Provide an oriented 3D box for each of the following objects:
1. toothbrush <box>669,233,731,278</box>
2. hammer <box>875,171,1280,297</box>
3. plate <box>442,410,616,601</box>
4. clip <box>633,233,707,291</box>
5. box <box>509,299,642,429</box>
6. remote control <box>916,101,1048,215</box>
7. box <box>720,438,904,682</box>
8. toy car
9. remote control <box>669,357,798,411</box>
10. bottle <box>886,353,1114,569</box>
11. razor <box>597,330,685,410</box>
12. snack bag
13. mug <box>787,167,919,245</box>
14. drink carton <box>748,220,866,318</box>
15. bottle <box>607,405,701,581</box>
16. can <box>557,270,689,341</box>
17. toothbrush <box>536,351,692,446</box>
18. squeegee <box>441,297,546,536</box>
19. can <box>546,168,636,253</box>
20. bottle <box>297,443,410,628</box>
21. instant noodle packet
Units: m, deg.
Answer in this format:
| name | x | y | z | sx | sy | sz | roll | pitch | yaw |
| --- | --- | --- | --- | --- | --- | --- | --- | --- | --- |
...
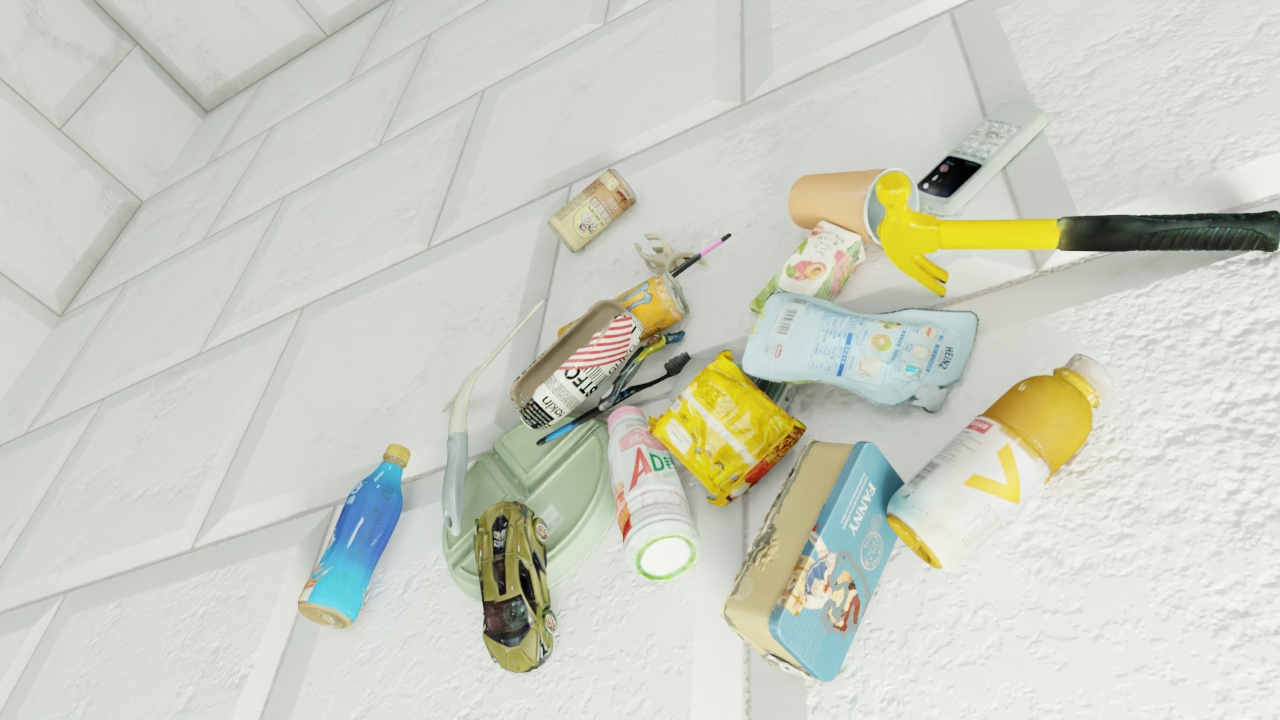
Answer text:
| name | x | y | z | sx | sy | sz | roll | pitch | yaw |
| --- | --- | --- | --- | --- | --- | --- | --- | --- | --- |
| toothbrush | 0.031 | -0.091 | 1.054 | 0.190 | 0.014 | 0.017 | -33 | 65 | 29 |
| hammer | 0.351 | -0.105 | 0.767 | 0.301 | 0.129 | 0.032 | 3 | 52 | 28 |
| plate | -0.117 | 0.143 | 0.959 | 0.231 | 0.027 | 0.229 | -23 | 41 | 21 |
| clip | 0.033 | -0.121 | 1.097 | 0.072 | 0.035 | 0.100 | -44 | 42 | -7 |
| box | -0.074 | 0.000 | 0.981 | 0.162 | 0.075 | 0.086 | -47 | 54 | 0 |
| remote control | 0.343 | -0.207 | 0.933 | 0.150 | 0.021 | 0.058 | -43 | 37 | -6 |
| box | 0.138 | 0.142 | 0.695 | 0.063 | 0.090 | 0.184 | 4 | 56 | 50 |
| toy car | -0.118 | 0.208 | 0.852 | 0.070 | 0.042 | 0.158 | -22 | 64 | 20 |
| remote control | 0.090 | 0.027 | 0.908 | 0.135 | 0.019 | 0.056 | 7 | 57 | 44 |
| bottle | 0.267 | 0.071 | 0.675 | 0.189 | 0.068 | 0.068 | -42 | 37 | -4 |
| razor | -0.006 | 0.006 | 0.976 | 0.043 | 0.022 | 0.142 | -10 | 28 | 44 |
| snack bag | 0.195 | -0.012 | 0.825 | 0.191 | 0.039 | 0.110 | 12 | 51 | 27 |
| mug | 0.216 | -0.162 | 0.955 | 0.078 | 0.078 | 0.123 | -51 | 33 | -14 |
| drink carton | 0.170 | -0.078 | 0.927 | 0.053 | 0.045 | 0.122 | 32 | 77 | 38 |
| bottle | 0.004 | 0.115 | 0.858 | 0.068 | 0.068 | 0.196 | -32 | 33 | 9 |
| can | -0.021 | -0.043 | 1.041 | 0.146 | 0.058 | 0.058 | -28 | 39 | 15 |
| toothbrush | -0.028 | 0.041 | 0.969 | 0.189 | 0.016 | 0.014 | -29 | 30 | -6 |
| squeegee | -0.194 | 0.079 | 1.007 | 0.247 | 0.039 | 0.246 | -42 | 32 | 40 |
| can | -0.065 | -0.202 | 1.240 | 0.116 | 0.058 | 0.058 | -40 | 37 | 0 |
| bottle | -0.314 | 0.192 | 1.044 | 0.065 | 0.065 | 0.218 | -11 | 45 | 32 |
| instant noodle packet | 0.076 | 0.061 | 0.846 | 0.111 | 0.044 | 0.128 | -44 | 48 | 2 |
